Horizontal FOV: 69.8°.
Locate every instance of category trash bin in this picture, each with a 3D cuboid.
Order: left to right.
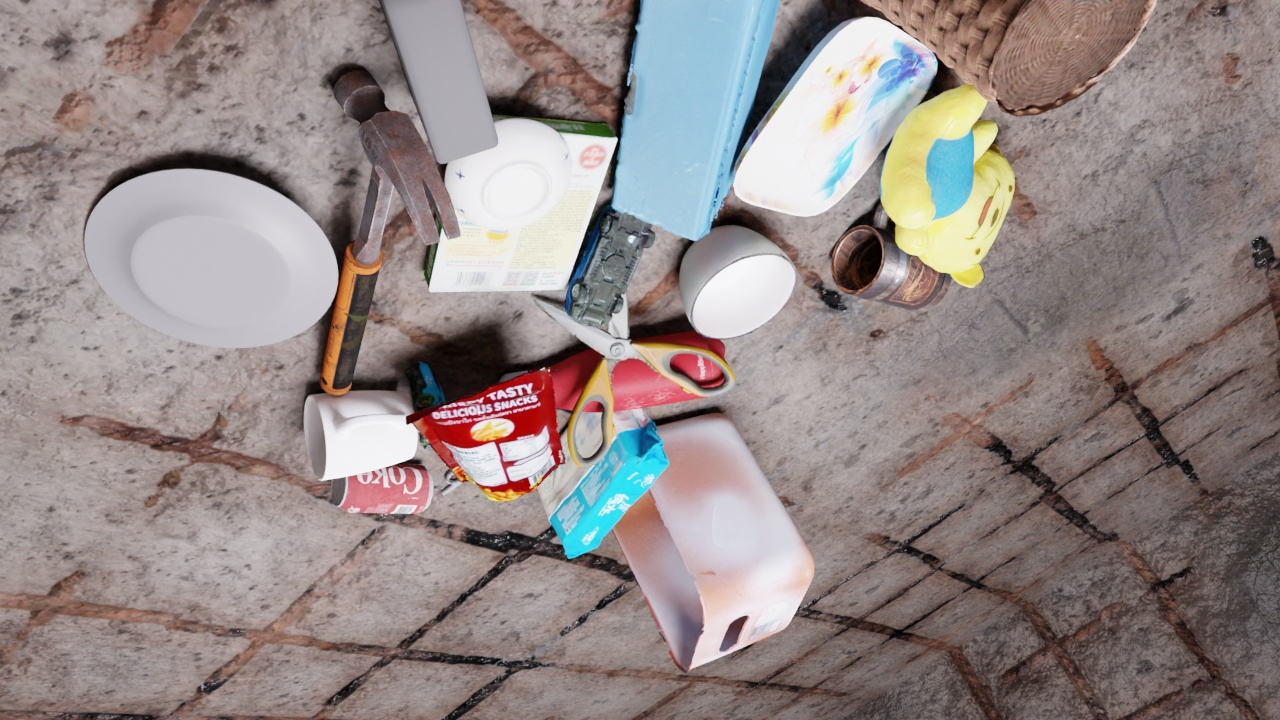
[{"bbox_3d":[0.076,0.208,1.107,0.157,0.259,0.182,-15,142,-21],"label":"trash bin"},{"bbox_3d":[0.246,-0.281,0.646,0.151,0.210,0.151,-17,143,-13],"label":"trash bin"}]

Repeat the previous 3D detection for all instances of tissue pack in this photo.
[{"bbox_3d":[-0.046,0.120,1.044,0.066,0.117,0.210,3,135,-40],"label":"tissue pack"}]

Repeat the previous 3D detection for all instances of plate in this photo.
[{"bbox_3d":[-0.325,-0.069,0.702,0.178,0.012,0.179,-6,137,-6],"label":"plate"},{"bbox_3d":[-0.100,-0.139,0.723,0.104,0.026,0.104,-15,141,-13],"label":"plate"},{"bbox_3d":[0.171,-0.212,0.818,0.186,0.016,0.187,1,134,-49],"label":"plate"}]

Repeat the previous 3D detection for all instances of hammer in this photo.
[{"bbox_3d":[-0.218,-0.061,0.736,0.034,0.137,0.315,-22,157,-37],"label":"hammer"}]

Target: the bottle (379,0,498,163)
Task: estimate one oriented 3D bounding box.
[{"bbox_3d":[-0.141,-0.224,0.596,0.046,0.083,0.174,-20,142,-9],"label":"bottle"}]

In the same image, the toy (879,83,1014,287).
[{"bbox_3d":[0.303,-0.168,0.903,0.213,0.084,0.149,20,102,-52],"label":"toy"}]

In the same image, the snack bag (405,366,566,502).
[{"bbox_3d":[-0.142,0.080,0.914,0.139,0.066,0.208,-13,155,-4],"label":"snack bag"}]

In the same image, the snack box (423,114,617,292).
[{"bbox_3d":[-0.105,-0.128,0.780,0.131,0.027,0.168,-3,137,-28],"label":"snack box"}]

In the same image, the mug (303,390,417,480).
[{"bbox_3d":[-0.259,0.064,0.866,0.087,0.081,0.114,-7,170,-33],"label":"mug"}]

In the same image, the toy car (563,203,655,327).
[{"bbox_3d":[-0.033,-0.090,0.848,0.056,0.043,0.120,14,111,-34],"label":"toy car"}]

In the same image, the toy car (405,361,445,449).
[{"bbox_3d":[-0.211,0.044,0.912,0.032,0.048,0.106,-13,140,-21],"label":"toy car"}]

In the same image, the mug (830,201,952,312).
[{"bbox_3d":[0.275,-0.116,0.988,0.107,0.080,0.116,8,104,-35],"label":"mug"}]

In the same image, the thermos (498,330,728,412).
[{"bbox_3d":[-0.029,0.018,0.964,0.239,0.073,0.073,-9,141,-10],"label":"thermos"}]

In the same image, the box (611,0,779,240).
[{"bbox_3d":[0.049,-0.226,0.749,0.111,0.094,0.232,-56,164,-41],"label":"box"}]

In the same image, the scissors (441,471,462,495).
[{"bbox_3d":[-0.190,0.098,1.017,0.147,0.014,0.141,-31,146,8],"label":"scissors"}]

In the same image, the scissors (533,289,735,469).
[{"bbox_3d":[-0.007,0.005,0.916,0.229,0.016,0.225,4,106,-13],"label":"scissors"}]

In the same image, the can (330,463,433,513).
[{"bbox_3d":[-0.275,0.136,0.980,0.096,0.054,0.054,9,132,-37],"label":"can"}]

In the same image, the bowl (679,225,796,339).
[{"bbox_3d":[0.090,-0.083,0.915,0.116,0.065,0.116,-17,142,-14],"label":"bowl"}]
